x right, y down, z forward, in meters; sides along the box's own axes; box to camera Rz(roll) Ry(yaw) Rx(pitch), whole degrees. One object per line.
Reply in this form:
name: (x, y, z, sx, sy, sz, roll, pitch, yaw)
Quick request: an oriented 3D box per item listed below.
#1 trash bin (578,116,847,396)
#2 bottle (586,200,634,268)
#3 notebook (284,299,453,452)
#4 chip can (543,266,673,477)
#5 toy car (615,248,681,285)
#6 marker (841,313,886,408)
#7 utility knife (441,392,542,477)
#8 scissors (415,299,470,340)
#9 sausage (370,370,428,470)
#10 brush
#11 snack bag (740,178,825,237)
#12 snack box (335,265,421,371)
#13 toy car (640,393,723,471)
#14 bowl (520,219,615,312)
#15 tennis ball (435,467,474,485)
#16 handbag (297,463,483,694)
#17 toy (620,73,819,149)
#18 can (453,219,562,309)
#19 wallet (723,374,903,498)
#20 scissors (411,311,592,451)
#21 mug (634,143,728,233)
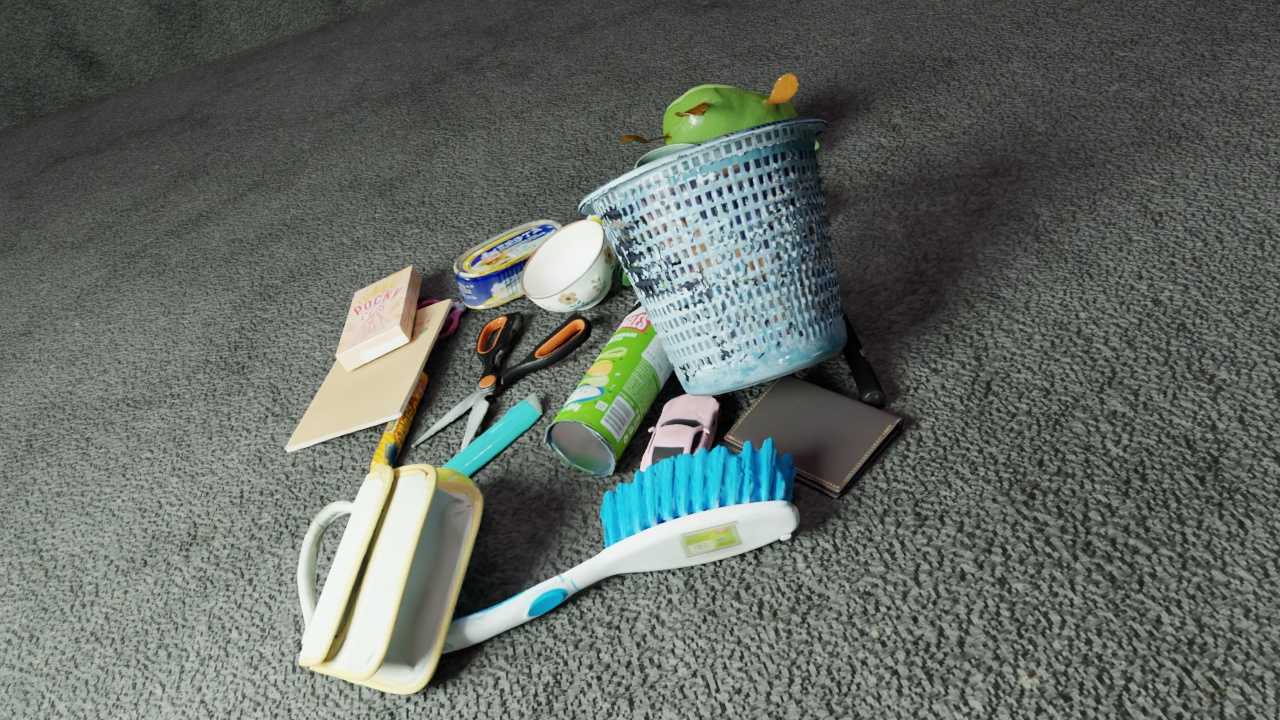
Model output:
trash bin: (0.081, -0.080, 0.806, 0.226, 0.195, 0.226, -18, 2, 0)
bottle: (-0.036, -0.158, 1.108, 0.063, 0.063, 0.108, -3, 38, 20)
notebook: (-0.296, 0.012, 1.018, 0.148, 0.008, 0.207, -17, 34, 19)
chip can: (-0.005, 0.005, 0.870, 0.072, 0.072, 0.235, 5, 42, 28)
toy car: (0.013, -0.112, 1.042, 0.091, 0.043, 0.036, -22, 58, -20)
marker: (0.196, -0.002, 0.840, 0.022, 0.020, 0.131, -28, 33, 14)
utility knife: (-0.167, 0.098, 0.861, 0.029, 0.013, 0.208, 39, 58, 19)
scissors: (-0.216, -0.061, 1.097, 0.133, 0.017, 0.128, -11, 34, 5)
sausage: (-0.245, 0.062, 0.937, 0.021, 0.021, 0.164, -9, 37, 12)
brush: (-0.026, 0.147, 0.711, 0.315, 0.060, 0.109, -15, 39, 8)
snack bag: (0.144, -0.203, 1.117, 0.110, 0.039, 0.190, -24, 32, 0)
snack box: (-0.306, -0.053, 1.082, 0.084, 0.026, 0.157, -25, 32, 8)
toy car: (0.036, 0.068, 0.800, 0.056, 0.037, 0.122, 0, 38, 20)
bowl: (-0.072, -0.097, 1.030, 0.114, 0.062, 0.113, -24, 42, 24)
tennis ball: (-0.170, 0.124, 0.786, 0.065, 0.065, 0.065, -11, 36, 8)
handbag: (-0.219, 0.162, 0.714, 0.179, 0.063, 0.163, -5, 59, 36)
toy: (0.104, -0.290, 1.132, 0.246, 0.090, 0.228, -7, -7, -39)
can: (-0.153, -0.117, 1.103, 0.147, 0.049, 0.075, -30, 42, -25)
wallet: (0.145, 0.060, 0.780, 0.122, 0.020, 0.096, 23, 57, 41)
scissors: (-0.148, 0.014, 0.968, 0.220, 0.022, 0.222, -29, 35, -7)
mug: (0.058, -0.186, 1.068, 0.112, 0.106, 0.082, 10, 43, 33)
